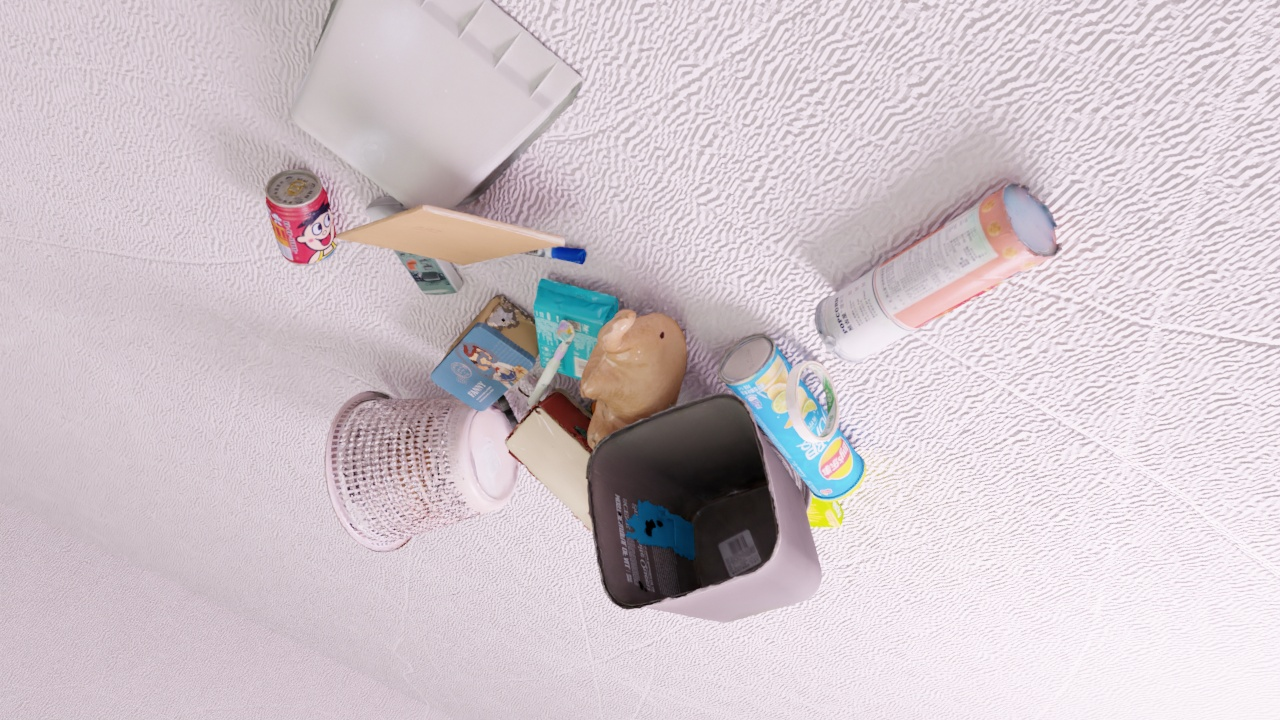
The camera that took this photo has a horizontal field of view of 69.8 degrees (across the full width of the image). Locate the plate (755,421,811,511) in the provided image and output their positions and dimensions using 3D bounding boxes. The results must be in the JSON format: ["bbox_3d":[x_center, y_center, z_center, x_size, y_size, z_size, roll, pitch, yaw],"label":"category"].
[{"bbox_3d":[0.126,0.141,1.137,0.179,0.024,0.180,13,125,19],"label":"plate"}]

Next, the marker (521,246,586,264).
[{"bbox_3d":[-0.128,-0.123,0.988,0.146,0.016,0.017,11,142,17],"label":"marker"}]

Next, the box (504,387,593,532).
[{"bbox_3d":[-0.078,0.125,1.094,0.168,0.080,0.091,43,118,3],"label":"box"}]

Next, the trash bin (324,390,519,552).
[{"bbox_3d":[-0.282,0.139,1.254,0.192,0.226,0.227,-10,133,21],"label":"trash bin"}]

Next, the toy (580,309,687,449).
[{"bbox_3d":[-0.006,0.006,0.986,0.082,0.143,0.226,30,147,26],"label":"toy"}]

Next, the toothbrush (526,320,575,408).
[{"bbox_3d":[-0.107,0.011,1.056,0.020,0.029,0.190,-7,155,-23],"label":"toothbrush"}]

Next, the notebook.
[{"bbox_3d":[-0.195,-0.123,0.919,0.149,0.012,0.212,8,174,-38],"label":"notebook"}]

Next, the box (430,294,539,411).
[{"bbox_3d":[-0.190,-0.004,1.133,0.090,0.061,0.185,35,141,-12],"label":"box"}]

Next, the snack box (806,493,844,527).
[{"bbox_3d":[0.175,0.181,1.185,0.157,0.026,0.086,-6,134,34],"label":"snack box"}]

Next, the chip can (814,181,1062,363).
[{"bbox_3d":[0.250,-0.070,0.798,0.071,0.071,0.215,36,141,-15],"label":"chip can"}]

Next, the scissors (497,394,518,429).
[{"bbox_3d":[-0.162,0.109,1.264,0.146,0.014,0.172,60,171,11],"label":"scissors"}]

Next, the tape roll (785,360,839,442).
[{"bbox_3d":[0.181,0.043,0.962,0.014,0.085,0.086,-13,130,41],"label":"tape roll"}]

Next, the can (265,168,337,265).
[{"bbox_3d":[-0.384,-0.162,1.040,0.066,0.066,0.094,19,143,8],"label":"can"}]

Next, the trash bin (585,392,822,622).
[{"bbox_3d":[0.081,0.179,0.995,0.199,0.198,0.219,-21,147,18],"label":"trash bin"}]

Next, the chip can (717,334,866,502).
[{"bbox_3d":[0.170,0.066,1.010,0.071,0.071,0.210,-14,129,40],"label":"chip can"}]

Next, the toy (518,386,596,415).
[{"bbox_3d":[-0.061,0.125,1.186,0.247,0.089,0.227,26,142,18],"label":"toy"}]

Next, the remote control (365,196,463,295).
[{"bbox_3d":[-0.258,-0.129,1.050,0.056,0.019,0.135,0,137,29],"label":"remote control"}]

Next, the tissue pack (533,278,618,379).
[{"bbox_3d":[-0.070,-0.033,1.038,0.093,0.050,0.134,17,142,14],"label":"tissue pack"}]

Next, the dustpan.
[{"bbox_3d":[-0.212,-0.253,0.881,0.222,0.142,0.258,37,112,-17],"label":"dustpan"}]
